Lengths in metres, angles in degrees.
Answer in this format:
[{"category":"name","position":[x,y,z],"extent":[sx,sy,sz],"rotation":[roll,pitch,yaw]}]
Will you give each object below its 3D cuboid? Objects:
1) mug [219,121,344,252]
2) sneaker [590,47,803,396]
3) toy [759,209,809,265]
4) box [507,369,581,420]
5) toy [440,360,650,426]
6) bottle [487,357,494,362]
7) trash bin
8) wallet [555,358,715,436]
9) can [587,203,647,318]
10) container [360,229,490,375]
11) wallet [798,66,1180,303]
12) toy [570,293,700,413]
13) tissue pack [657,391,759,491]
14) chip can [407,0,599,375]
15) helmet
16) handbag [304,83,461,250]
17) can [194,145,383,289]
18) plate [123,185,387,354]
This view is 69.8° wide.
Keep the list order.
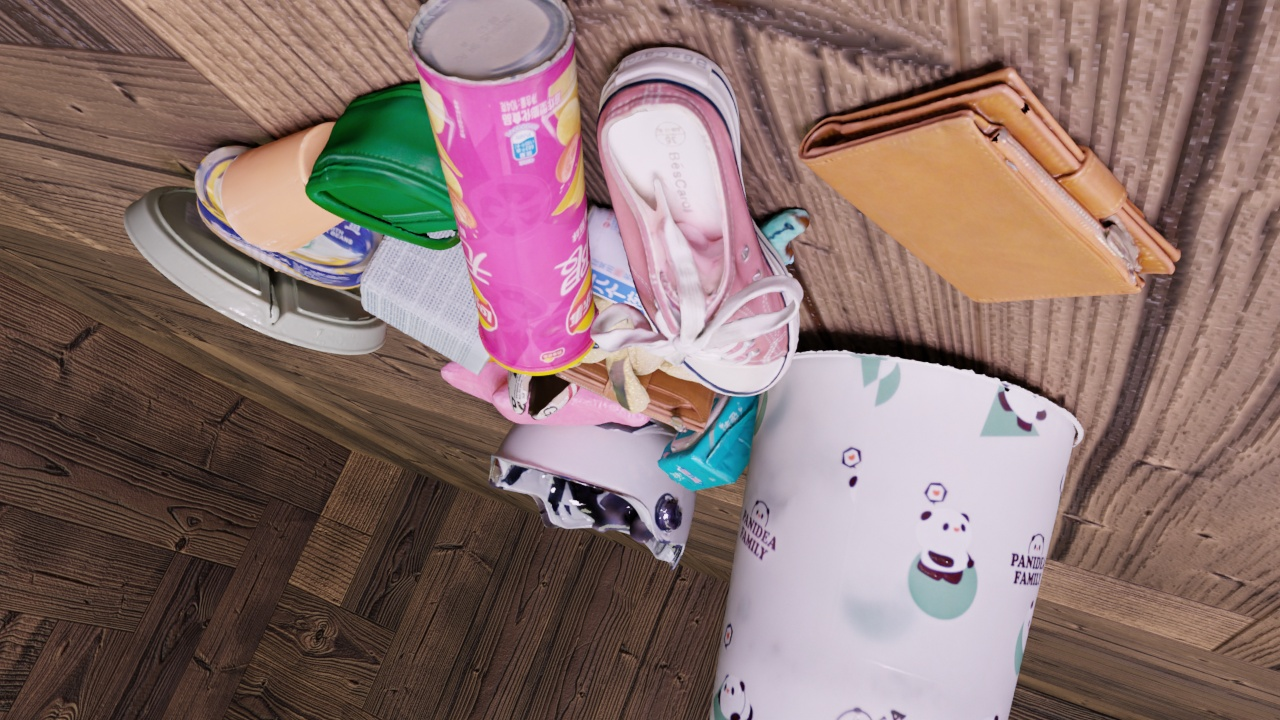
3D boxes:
[{"category":"mug","position":[-0.232,-0.123,0.639],"extent":[0.078,0.078,0.123],"rotation":[33,155,-36]},{"category":"sneaker","position":[0.028,-0.037,0.465],"extent":[0.118,0.087,0.241],"rotation":[1,147,17]},{"category":"toy","position":[0.049,-0.071,0.517],"extent":[0.092,0.030,0.097],"rotation":[22,158,-19]},{"category":"box","position":[-0.070,0.006,0.765],"extent":[0.082,0.075,0.163],"rotation":[14,-166,-11]},{"category":"toy","position":[-0.097,0.022,0.896],"extent":[0.194,0.075,0.178],"rotation":[7,-168,-21]},{"category":"bottle","position":[-0.183,-0.053,0.829],"extent":[0.149,0.066,0.067],"rotation":[26,165,10]},{"category":"trash bin","position":[0.166,0.150,0.638],"extent":[0.229,0.251,0.230],"rotation":[14,166,3]},{"category":"wallet","position":[-0.004,0.004,0.696],"extent":[0.130,0.118,0.035],"rotation":[23,124,-1]},{"category":"can","position":[0.021,-0.048,0.577],"extent":[0.134,0.053,0.053],"rotation":[24,164,-7]},{"category":"container","position":[-0.153,-0.057,0.719],"extent":[0.111,0.089,0.090],"rotation":[27,163,-10]},{"category":"wallet","position":[0.147,-0.067,0.392],"extent":[0.131,0.031,0.108],"rotation":[30,165,-28]},{"category":"toy","position":[0.010,-0.015,0.639],"extent":[0.157,0.105,0.066],"rotation":[11,159,-32]},{"category":"tissue pack","position":[0.070,0.066,0.816],"extent":[0.050,0.093,0.134],"rotation":[40,162,-5]},{"category":"chip can","position":[-0.061,-0.078,0.460],"extent":[0.071,0.071,0.211],"rotation":[18,149,12]},{"category":"helmet","position":[-0.038,0.112,1.020],"extent":[0.229,0.145,0.259],"rotation":[10,154,31]},{"category":"handbag","position":[-0.128,-0.105,0.560],"extent":[0.131,0.068,0.120],"rotation":[4,157,48]},{"category":"can","position":[-0.276,-0.111,0.725],"extent":[0.148,0.074,0.049],"rotation":[27,161,-15]},{"category":"plate","position":[-0.316,-0.081,0.783],"extent":[0.230,0.027,0.230],"rotation":[33,-168,-8]}]
